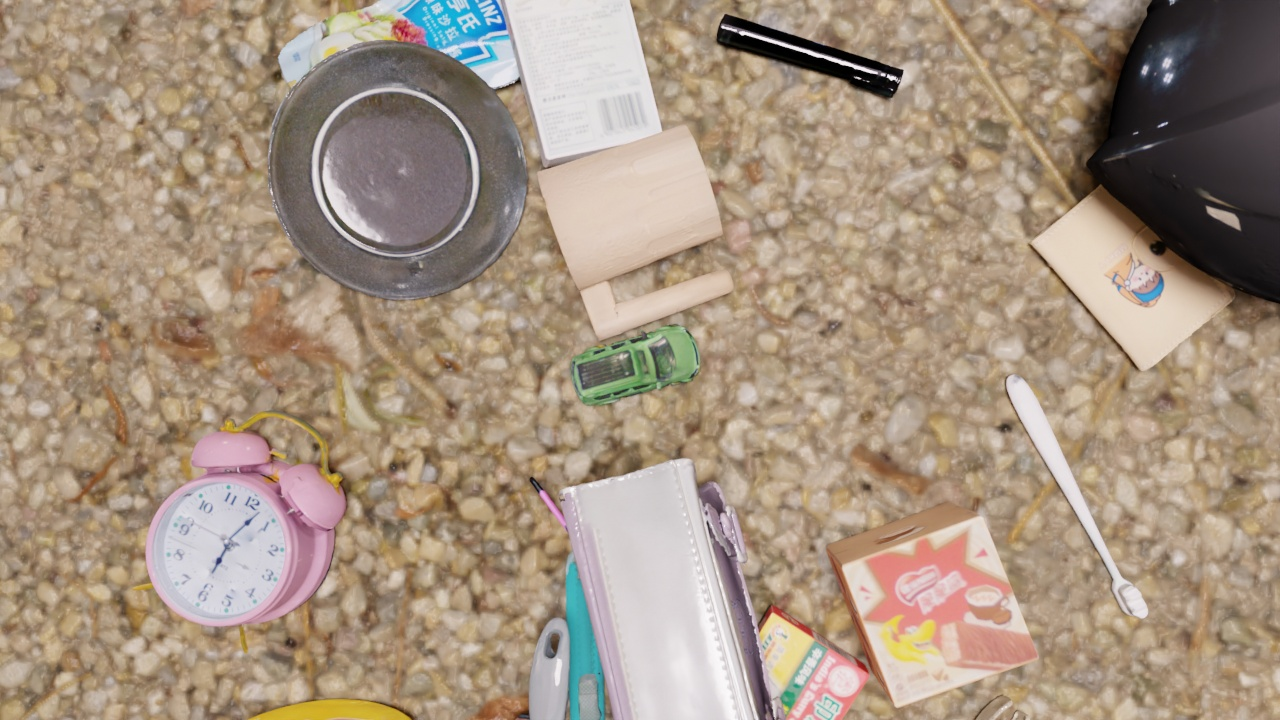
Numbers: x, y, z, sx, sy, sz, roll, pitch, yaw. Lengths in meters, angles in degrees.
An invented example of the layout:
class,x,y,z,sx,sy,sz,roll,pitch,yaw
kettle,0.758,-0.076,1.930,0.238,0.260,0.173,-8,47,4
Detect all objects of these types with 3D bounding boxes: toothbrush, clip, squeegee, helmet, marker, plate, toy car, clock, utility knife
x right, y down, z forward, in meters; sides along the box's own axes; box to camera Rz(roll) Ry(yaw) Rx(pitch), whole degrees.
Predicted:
class,x,y,z,sx,sy,sz,roll,pitch,yaw
toothbrush,0.292,0.090,0.616,0.016,0.016,0.180,-27,86,1
toothbrush,-0.017,0.154,0.630,0.017,0.014,0.189,-36,92,-8
clip,0.221,0.279,0.608,0.103,0.035,0.092,-23,82,-4
squeegee,-0.060,0.292,0.588,0.248,0.040,0.249,2,91,16
helmet,0.405,-0.135,0.512,0.274,0.232,0.231,44,118,7
marker,0.117,-0.212,0.640,0.132,0.020,0.022,19,75,4
plate,-0.168,-0.129,0.634,0.179,0.024,0.179,-1,101,-6
toy car,-0.004,0.004,0.634,0.091,0.036,0.043,-16,85,0
clock,-0.271,0.111,0.638,0.117,0.060,0.158,27,88,4
utility knife,-0.036,0.232,0.638,0.029,0.013,0.216,-2,88,6

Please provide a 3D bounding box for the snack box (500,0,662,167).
class,x,y,z,sx,sy,sz,roll,pitch,yaw
snack box,-0.045,-0.219,0.635,0.084,0.027,0.157,-14,90,-10

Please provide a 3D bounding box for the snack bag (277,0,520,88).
class,x,y,z,sx,sy,sz,roll,pitch,yaw
snack bag,-0.154,-0.223,0.653,0.191,0.039,0.110,-32,82,0

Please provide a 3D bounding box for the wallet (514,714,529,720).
class,x,y,z,sx,sy,sz,roll,pitch,yaw
wallet,-0.051,0.311,0.621,0.101,0.032,0.124,12,94,13

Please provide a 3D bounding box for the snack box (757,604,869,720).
class,x,y,z,sx,sy,sz,roll,pitch,yaw
snack box,0.080,0.253,0.621,0.077,0.027,0.156,32,91,5

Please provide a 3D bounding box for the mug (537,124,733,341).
class,x,y,z,sx,sy,sz,roll,pitch,yaw
mug,0.000,-0.085,0.621,0.103,0.084,0.125,-19,111,2

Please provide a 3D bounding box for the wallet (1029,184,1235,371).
class,x,y,z,sx,sy,sz,roll,pitch,yaw
wallet,0.334,-0.064,0.616,0.087,0.024,0.115,-39,84,0

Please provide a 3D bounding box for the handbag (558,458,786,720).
class,x,y,z,sx,sy,sz,roll,pitch,yaw
handbag,0.027,0.169,0.555,0.098,0.145,0.197,-14,75,2

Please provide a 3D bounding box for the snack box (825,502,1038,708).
class,x,y,z,sx,sy,sz,roll,pitch,yaw
snack box,0.183,0.154,0.592,0.093,0.077,0.094,-20,86,4

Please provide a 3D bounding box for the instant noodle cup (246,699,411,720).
class,x,y,z,sx,sy,sz,roll,pitch,yaw
instant noodle cup,-0.213,0.302,0.595,0.138,0.138,0.110,1,96,4
